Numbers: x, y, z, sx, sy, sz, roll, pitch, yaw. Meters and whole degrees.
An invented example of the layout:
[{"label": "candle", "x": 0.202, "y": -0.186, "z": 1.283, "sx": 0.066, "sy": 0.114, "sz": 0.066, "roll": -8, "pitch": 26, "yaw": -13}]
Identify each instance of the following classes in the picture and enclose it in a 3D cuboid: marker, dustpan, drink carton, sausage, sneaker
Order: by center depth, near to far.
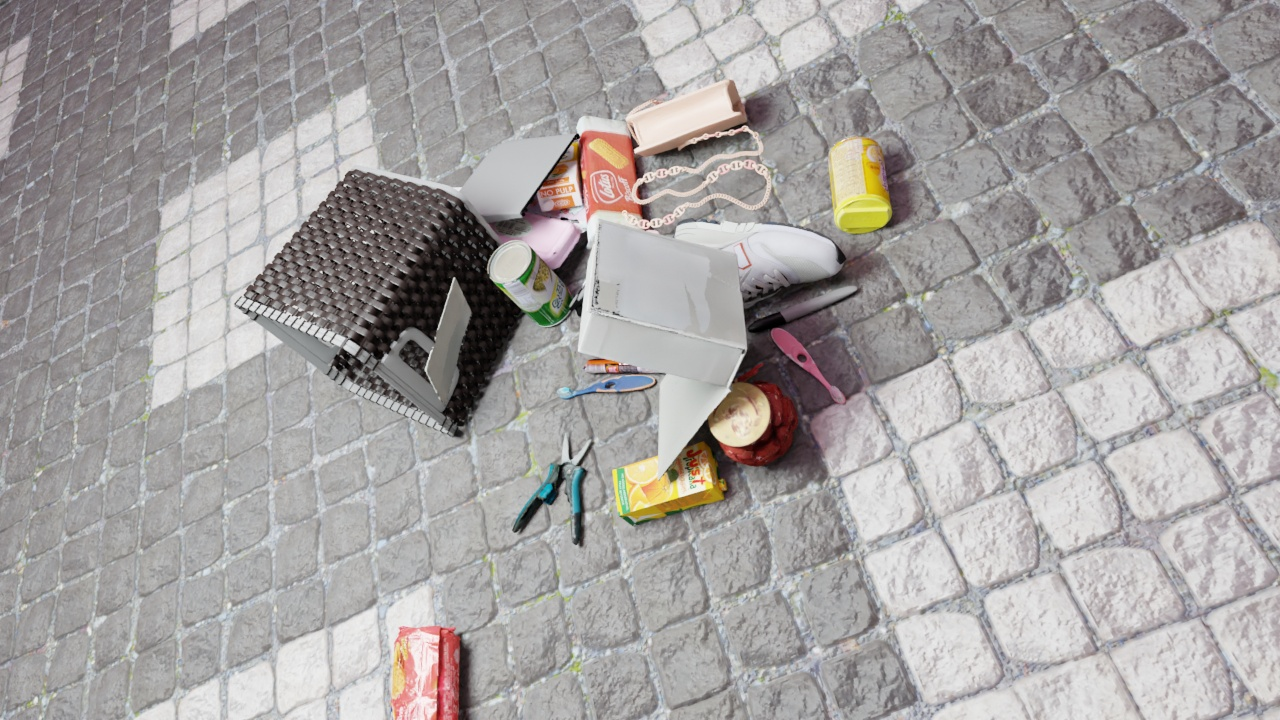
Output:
[{"label": "drink carton", "x": 0.034, "y": 0.141, "z": 1.051, "sx": 0.123, "sy": 0.041, "sz": 0.058, "roll": -19, "pitch": 57, "yaw": 16}, {"label": "marker", "x": 0.193, "y": -0.063, "z": 1.100, "sx": 0.139, "sy": 0.016, "sz": 0.022, "roll": -22, "pitch": 33, "yaw": 13}, {"label": "sneaker", "x": 0.124, "y": -0.098, "z": 1.117, "sx": 0.240, "sy": 0.089, "sz": 0.124, "roll": 14, "pitch": 75, "yaw": 41}, {"label": "sausage", "x": -0.007, "y": 0.007, "z": 1.158, "sx": 0.155, "sy": 0.020, "sz": 0.020, "roll": 0, "pitch": 64, "yaw": 26}, {"label": "drink carton", "x": -0.115, "y": -0.262, "z": 1.313, "sx": 0.058, "sy": 0.040, "sz": 0.122, "roll": -9, "pitch": 39, "yaw": 5}, {"label": "dustpan", "x": -0.217, "y": -0.255, "z": 1.327, "sx": 0.258, "sy": 0.033, "sz": 0.162, "roll": 6, "pitch": 54, "yaw": 37}]

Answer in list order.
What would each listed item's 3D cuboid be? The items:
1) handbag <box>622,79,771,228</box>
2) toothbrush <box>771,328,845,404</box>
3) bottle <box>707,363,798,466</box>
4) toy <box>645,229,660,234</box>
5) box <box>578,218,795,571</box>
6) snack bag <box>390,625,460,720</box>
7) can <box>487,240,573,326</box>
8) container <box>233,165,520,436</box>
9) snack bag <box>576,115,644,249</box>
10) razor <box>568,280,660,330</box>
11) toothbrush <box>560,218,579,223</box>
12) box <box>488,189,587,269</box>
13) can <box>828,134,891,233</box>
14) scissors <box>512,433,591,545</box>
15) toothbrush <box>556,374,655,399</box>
[{"label": "handbag", "x": 0.069, "y": -0.269, "z": 1.253, "sx": 0.199, "sy": 0.116, "sz": 0.187, "roll": -17, "pitch": 90, "yaw": 13}, {"label": "toothbrush", "x": 0.192, "y": 0.003, "z": 1.062, "sx": 0.021, "sy": 0.016, "sz": 0.135, "roll": -39, "pitch": 54, "yaw": 0}, {"label": "bottle", "x": 0.122, "y": 0.063, "z": 1.008, "sx": 0.099, "sy": 0.111, "sz": 0.098, "roll": -8, "pitch": 72, "yaw": 25}, {"label": "toy", "x": -0.004, "y": -0.114, "z": 1.204, "sx": 0.099, "sy": 0.052, "sz": 0.095, "roll": -28, "pitch": 67, "yaw": 12}, {"label": "box", "x": 0.080, "y": 0.042, "z": 1.041, "sx": 0.165, "sy": 0.446, "sz": 0.166, "roll": -17, "pitch": 38, "yaw": 17}, {"label": "snack bag", "x": -0.241, "y": 0.384, "z": 1.034, "sx": 0.082, "sy": 0.082, "sz": 0.176, "roll": -17, "pitch": 58, "yaw": 18}, {"label": "can", "x": -0.144, "y": -0.101, "z": 1.221, "sx": 0.067, "sy": 0.121, "sz": 0.067, "roll": -12, "pitch": 59, "yaw": 20}, {"label": "container", "x": -0.327, "y": -0.085, "z": 1.233, "sx": 0.246, "sy": 0.247, "sz": 0.243, "roll": 18, "pitch": 70, "yaw": 33}, {"label": "snack bag", "x": -0.044, "y": -0.249, "z": 1.284, "sx": 0.077, "sy": 0.041, "sz": 0.224, "roll": 3, "pitch": 55, "yaw": -17}, {"label": "razor", "x": -0.024, "y": -0.053, "z": 1.181, "sx": 0.156, "sy": 0.060, "sz": 0.057, "roll": 34, "pitch": 94, "yaw": 16}, {"label": "toothbrush", "x": -0.109, "y": -0.195, "z": 1.324, "sx": 0.187, "sy": 0.012, "sz": 0.017, "roll": 11, "pitch": 82, "yaw": 31}, {"label": "box", "x": -0.159, "y": -0.206, "z": 1.318, "sx": 0.201, "sy": 0.041, "sz": 0.153, "roll": 18, "pitch": 64, "yaw": 33}, {"label": "can", "x": 0.265, "y": -0.212, "z": 1.112, "sx": 0.068, "sy": 0.067, "sz": 0.104, "roll": -11, "pitch": 59, "yaw": 21}, {"label": "scissors", "x": -0.093, "y": 0.164, "z": 1.116, "sx": 0.118, "sy": 0.019, "sz": 0.148, "roll": 34, "pitch": 80, "yaw": 36}, {"label": "toothbrush", "x": -0.045, "y": 0.034, "z": 1.164, "sx": 0.135, "sy": 0.017, "sz": 0.021, "roll": -9, "pitch": 62, "yaw": 22}]
